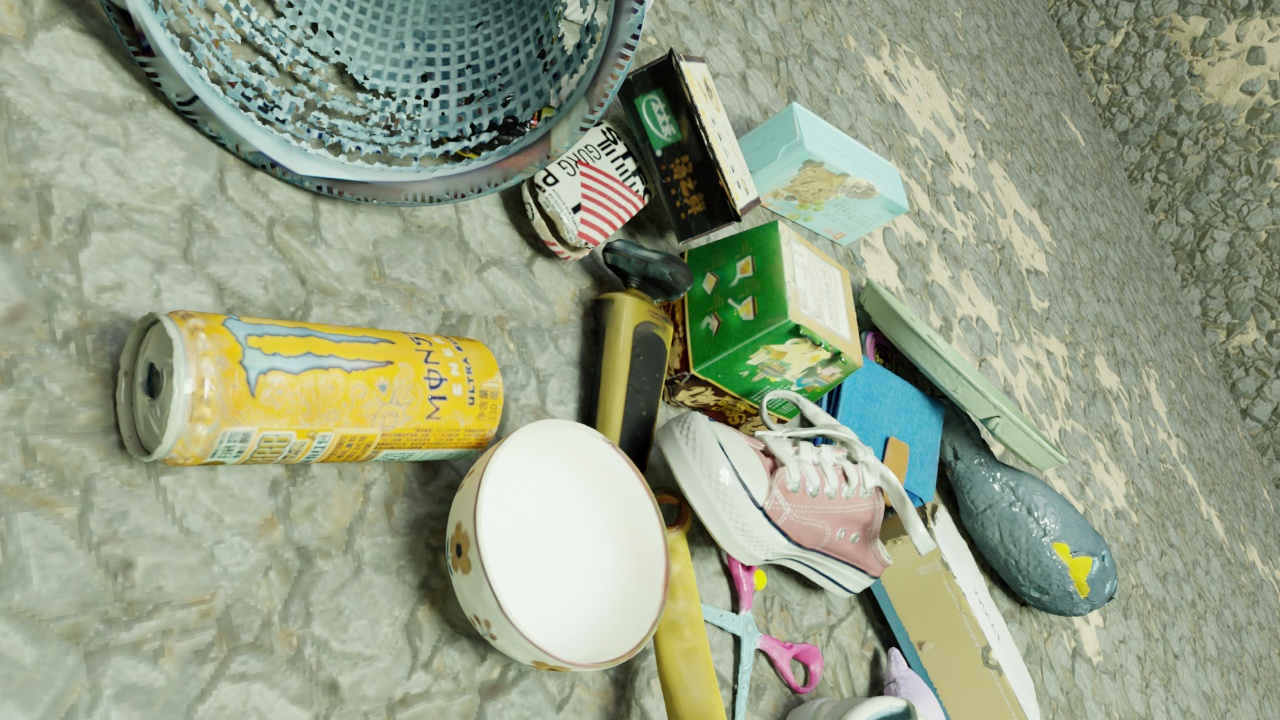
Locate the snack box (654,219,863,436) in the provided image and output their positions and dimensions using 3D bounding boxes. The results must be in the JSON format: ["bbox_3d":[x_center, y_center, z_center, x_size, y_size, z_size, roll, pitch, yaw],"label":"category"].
[{"bbox_3d":[0.080,-0.026,0.608,0.118,0.106,0.117,28,48,-37],"label":"snack box"}]

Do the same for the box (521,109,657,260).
[{"bbox_3d":[-0.021,-0.119,0.589,0.163,0.060,0.072,-58,137,-54],"label":"box"}]

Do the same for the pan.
[{"bbox_3d":[0.033,0.209,0.399,0.197,0.078,0.356,-1,60,-8],"label":"pan"}]

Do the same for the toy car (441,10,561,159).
[{"bbox_3d":[-0.086,-0.171,0.552,0.071,0.041,0.155,7,55,-16],"label":"toy car"}]

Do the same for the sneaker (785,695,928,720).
[{"bbox_3d":[0.095,0.266,0.458,0.089,0.091,0.241,53,39,-9],"label":"sneaker"}]

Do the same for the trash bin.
[{"bbox_3d":[-0.114,-0.221,0.441,0.226,0.227,0.194,33,33,-32],"label":"trash bin"}]

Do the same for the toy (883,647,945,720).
[{"bbox_3d":[0.189,0.258,0.610,0.108,0.039,0.083,65,25,-6],"label":"toy"}]

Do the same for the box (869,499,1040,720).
[{"bbox_3d":[0.222,0.186,0.667,0.184,0.062,0.089,62,24,5],"label":"box"}]

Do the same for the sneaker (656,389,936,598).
[{"bbox_3d":[0.101,0.077,0.550,0.241,0.088,0.118,34,21,-45],"label":"sneaker"}]

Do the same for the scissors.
[{"bbox_3d":[0.068,0.160,0.555,0.133,0.017,0.133,34,49,-32],"label":"scissors"}]

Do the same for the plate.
[{"bbox_3d":[0.276,0.012,0.803,0.230,0.027,0.230,39,16,-14],"label":"plate"}]

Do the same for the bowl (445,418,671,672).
[{"bbox_3d":[-0.046,0.091,0.427,0.113,0.062,0.113,28,47,-35],"label":"bowl"}]

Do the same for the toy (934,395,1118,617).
[{"bbox_3d":[0.363,0.159,0.836,0.356,0.092,0.137,40,30,-29],"label":"toy"}]

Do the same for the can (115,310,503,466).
[{"bbox_3d":[-0.129,0.014,0.381,0.145,0.058,0.058,5,64,-48],"label":"can"}]

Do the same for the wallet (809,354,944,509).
[{"bbox_3d":[0.188,0.059,0.716,0.133,0.040,0.106,26,70,-34],"label":"wallet"}]

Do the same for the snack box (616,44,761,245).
[{"bbox_3d":[0.035,-0.142,0.606,0.113,0.053,0.125,67,22,-9],"label":"snack box"}]

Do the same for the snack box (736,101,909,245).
[{"bbox_3d":[0.159,-0.159,0.810,0.174,0.074,0.051,15,57,-44],"label":"snack box"}]

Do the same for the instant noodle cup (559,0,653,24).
[{"bbox_3d":[-0.044,-0.328,0.693,0.138,0.061,0.173,42,43,-24],"label":"instant noodle cup"}]

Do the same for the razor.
[{"bbox_3d":[-0.003,0.003,0.535,0.062,0.068,0.167,30,54,-34],"label":"razor"}]

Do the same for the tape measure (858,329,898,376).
[{"bbox_3d":[0.187,0.005,0.769,0.057,0.039,0.058,-11,82,-48],"label":"tape measure"}]
